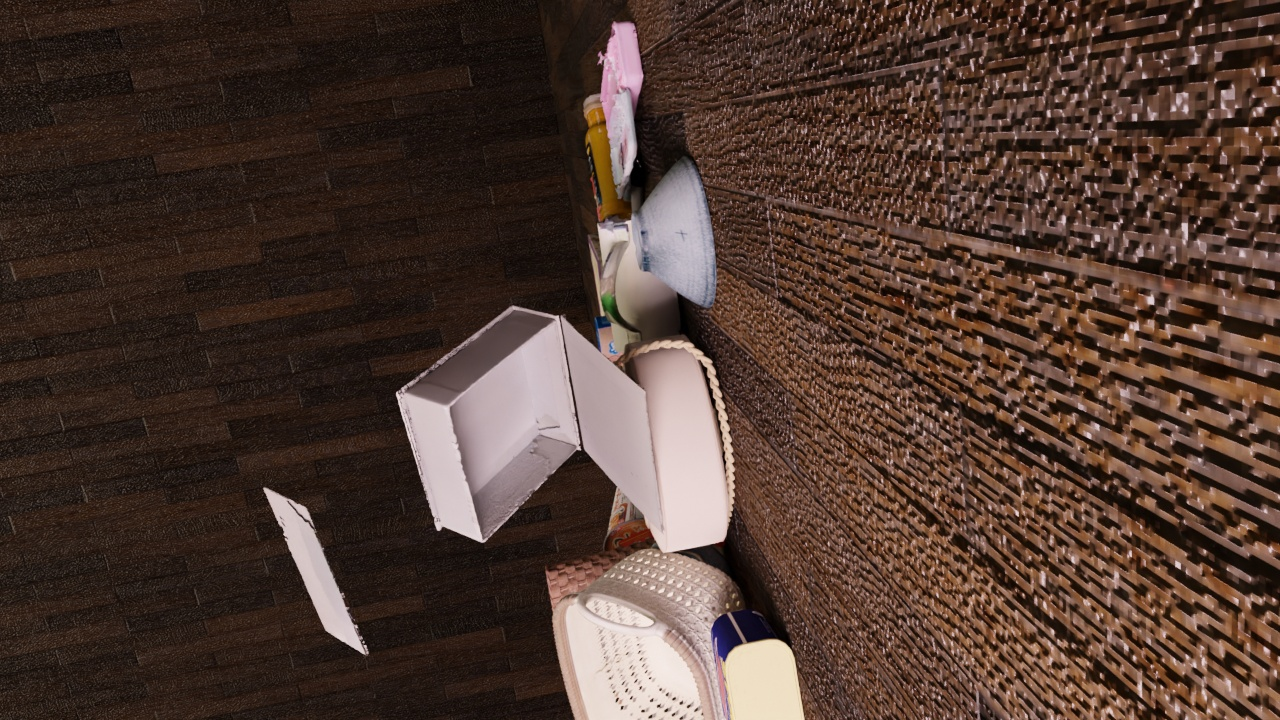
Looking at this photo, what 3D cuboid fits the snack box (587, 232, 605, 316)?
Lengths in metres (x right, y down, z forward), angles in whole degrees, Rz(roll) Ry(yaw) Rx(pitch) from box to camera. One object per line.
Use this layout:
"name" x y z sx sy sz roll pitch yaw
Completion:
"snack box" -0.038 -0.097 1.293 0.148 0.040 0.143 -113 13 -67

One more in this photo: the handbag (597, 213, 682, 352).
"handbag" -0.004 -0.081 0.983 0.175 0.074 0.151 -47 -49 -73

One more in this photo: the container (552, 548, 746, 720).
"container" 0.023 0.312 0.921 0.142 0.185 0.246 -37 -52 -44

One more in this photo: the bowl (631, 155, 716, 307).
"bowl" 0.024 -0.110 0.821 0.137 0.057 0.137 169 91 -85

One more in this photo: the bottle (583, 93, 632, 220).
"bottle" -0.044 -0.274 1.245 0.053 0.053 0.186 95 164 -71

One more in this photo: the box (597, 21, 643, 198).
"box" -0.019 -0.283 1.062 0.201 0.038 0.152 139 121 -84

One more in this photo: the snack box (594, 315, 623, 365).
"snack box" -0.007 0.007 1.202 0.034 0.087 0.151 -109 11 -56

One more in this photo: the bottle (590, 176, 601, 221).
"bottle" -0.049 -0.236 1.428 0.044 0.044 0.109 -129 29 -79

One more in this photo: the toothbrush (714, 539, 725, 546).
"toothbrush" 0.068 0.146 1.071 0.212 0.012 0.018 -110 12 -62

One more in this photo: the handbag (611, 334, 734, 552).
"handbag" 0.025 0.084 0.923 0.209 0.103 0.210 105 154 -77

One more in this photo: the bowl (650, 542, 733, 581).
"bowl" 0.061 0.232 0.987 0.110 0.055 0.110 26 132 33

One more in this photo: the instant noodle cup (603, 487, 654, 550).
"instant noodle cup" 0.004 0.250 1.445 0.121 0.123 0.124 -92 -4 -54

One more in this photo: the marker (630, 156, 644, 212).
"marker" -0.002 -0.206 1.153 0.022 0.016 0.139 52 163 25

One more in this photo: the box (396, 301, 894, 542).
"box" 0.014 0.060 0.841 0.173 0.422 0.168 -76 -18 -54

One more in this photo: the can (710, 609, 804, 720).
"can" 0.098 0.278 0.778 0.092 0.056 0.116 -147 47 -84

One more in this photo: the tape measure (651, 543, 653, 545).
"tape measure" 0.052 0.242 1.154 0.061 0.061 0.034 170 91 -67

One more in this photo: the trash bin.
"trash bin" -0.022 0.332 1.306 0.151 0.210 0.151 168 91 -84
